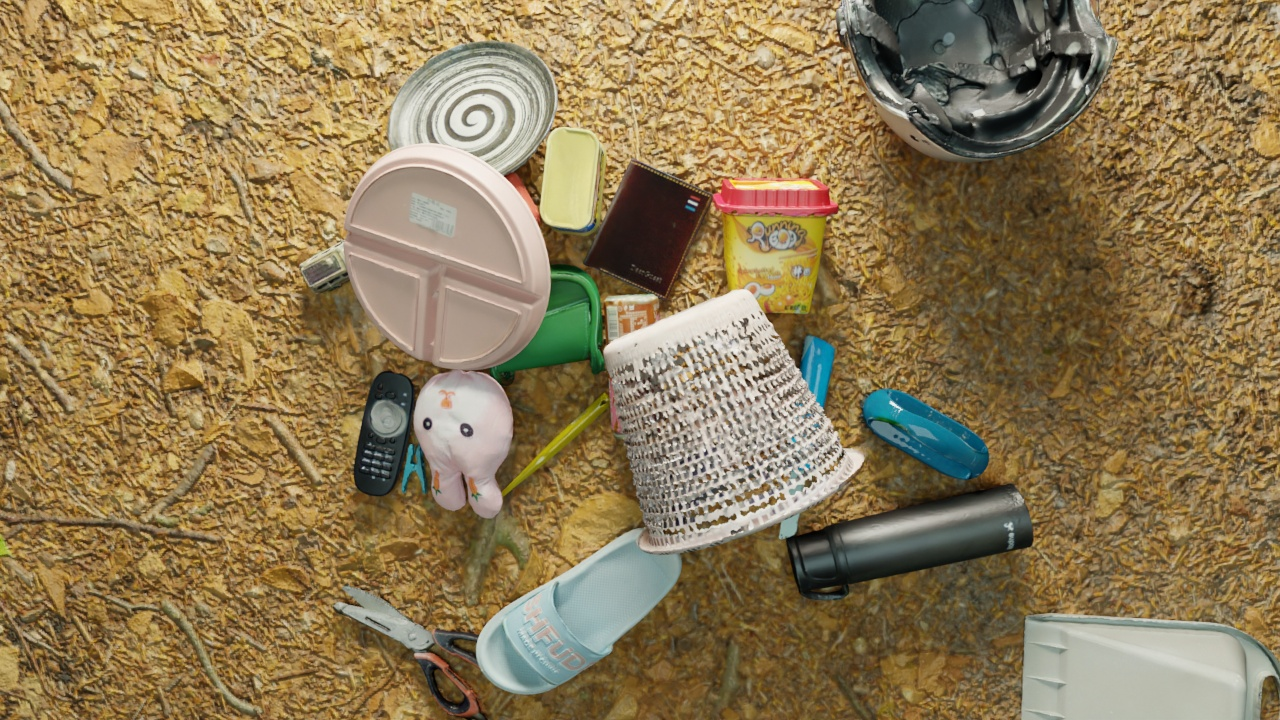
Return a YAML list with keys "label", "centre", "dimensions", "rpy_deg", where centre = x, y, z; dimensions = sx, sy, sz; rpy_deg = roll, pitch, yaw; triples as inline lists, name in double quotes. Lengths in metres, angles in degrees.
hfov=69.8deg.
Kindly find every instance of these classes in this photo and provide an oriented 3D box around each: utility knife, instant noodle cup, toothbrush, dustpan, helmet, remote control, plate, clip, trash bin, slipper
- label: "utility knife"
  centre: [0.171, 0.082, 0.965]
  dimensions: [0.034, 0.018, 0.216]
  rpy_deg: [11, 88, -4]
- label: "instant noodle cup"
  centre: [0.131, -0.115, 0.917]
  dimensions: [0.116, 0.116, 0.124]
  rpy_deg: [0, 107, 1]
- label: "toothbrush"
  centre: [-0.103, 0.103, 0.986]
  dimensions: [0.190, 0.016, 0.015]
  rpy_deg: [-42, 94, 5]
- label: "dustpan"
  centre: [0.565, 0.386, 1.006]
  dimensions: [0.258, 0.142, 0.223]
  rpy_deg: [4, 97, 30]
- label: "helmet"
  centre: [0.300, -0.311, 0.866]
  dimensions: [0.230, 0.157, 0.274]
  rpy_deg: [-22, 84, 4]
- label: "remote control"
  centre: [-0.273, 0.078, 0.983]
  dimensions: [0.053, 0.024, 0.136]
  rpy_deg: [14, 95, 3]
- label: "plate"
  centre: [-0.167, -0.244, 0.919]
  dimensions: [0.179, 0.024, 0.179]
  rpy_deg: [-4, 68, 10]
- label: "plate"
  centre: [-0.195, -0.093, 0.889]
  dimensions: [0.230, 0.028, 0.230]
  rpy_deg: [9, 115, 20]
- label: "clip"
  centre: [-0.245, 0.117, 0.992]
  dimensions: [0.038, 0.013, 0.055]
  rpy_deg: [1, 95, 0]
- label: "trash bin"
  centre: [0.067, 0.047, 0.857]
  dimensions: [0.227, 0.227, 0.192]
  rpy_deg: [-23, 92, 3]
- label: "slipper"
  centre: [-0.061, 0.271, 0.973]
  dimensions: [0.245, 0.074, 0.104]
  rpy_deg: [-37, 95, 1]

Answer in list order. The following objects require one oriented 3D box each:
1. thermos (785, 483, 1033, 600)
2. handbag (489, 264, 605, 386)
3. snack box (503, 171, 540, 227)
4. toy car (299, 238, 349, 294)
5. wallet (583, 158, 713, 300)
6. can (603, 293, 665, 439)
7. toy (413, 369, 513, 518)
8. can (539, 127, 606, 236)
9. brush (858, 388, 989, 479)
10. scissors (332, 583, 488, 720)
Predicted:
- label: "thermos"
  centre: [0.280, 0.197, 0.970]
  dimensions: [0.242, 0.068, 0.090]
  rpy_deg: [-14, 124, 4]
- label: "handbag"
  centre: [-0.104, -0.037, 0.952]
  dimensions: [0.131, 0.068, 0.120]
  rpy_deg: [-8, 104, 1]
- label: "snack box"
  centre: [-0.147, -0.148, 0.926]
  dimensions: [0.080, 0.091, 0.082]
  rpy_deg: [-30, 96, -3]
- label: "toy car"
  centre: [-0.310, -0.104, 0.961]
  dimensions: [0.090, 0.035, 0.042]
  rpy_deg: [-27, 97, 1]
- label: "wallet"
  centre: [0.009, -0.136, 0.959]
  dimensions: [0.096, 0.020, 0.122]
  rpy_deg: [25, 98, -2]
- label: "can"
  centre: [-0.006, 0.006, 0.953]
  dimensions: [0.058, 0.058, 0.147]
  rpy_deg: [-3, 96, 1]
- label: "toy"
  centre: [-0.183, 0.088, 0.960]
  dimensions: [0.121, 0.054, 0.159]
  rpy_deg: [4, 103, 28]
- label: "can"
  centre: [-0.068, -0.179, 0.922]
  dimensions: [0.057, 0.083, 0.102]
  rpy_deg: [7, 96, 0]
- label: "brush"
  centre: [0.296, 0.077, 0.947]
  dimensions: [0.144, 0.073, 0.055]
  rpy_deg: [30, 91, -2]
- label: "scissors"
  centre: [-0.240, 0.323, 1.012]
  dimensions: [0.202, 0.015, 0.204]
  rpy_deg: [-10, 96, 2]
